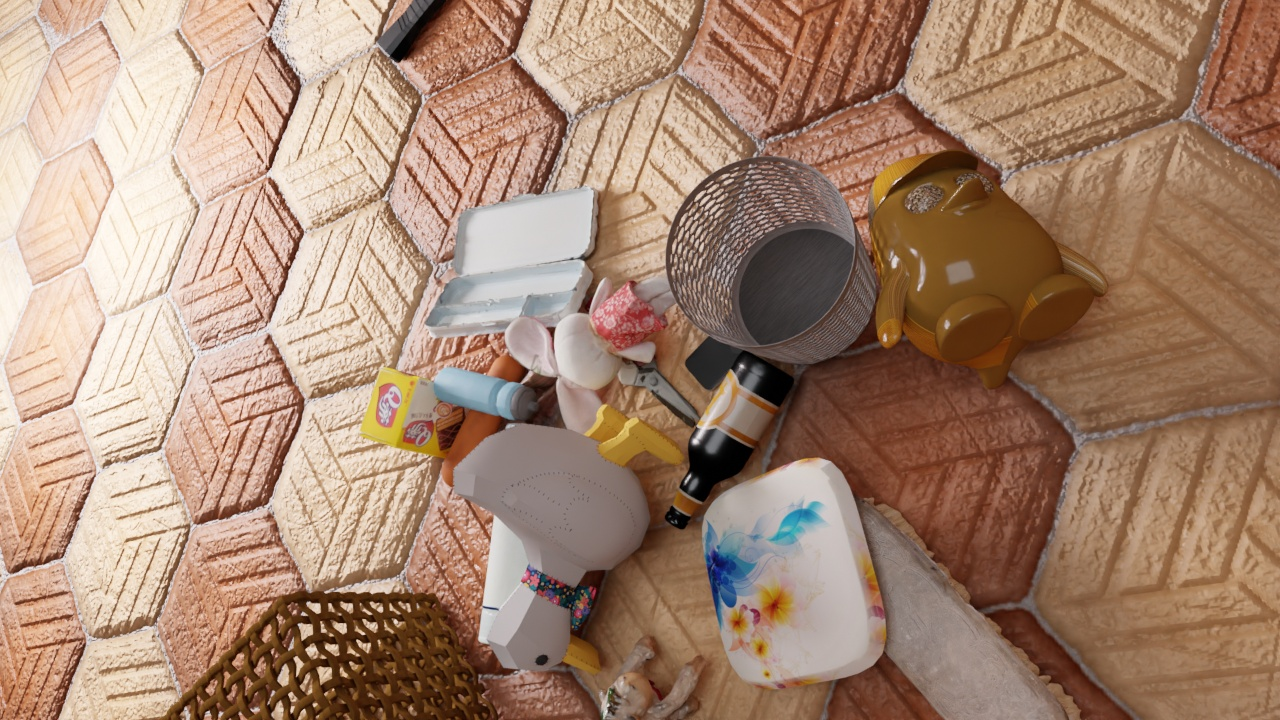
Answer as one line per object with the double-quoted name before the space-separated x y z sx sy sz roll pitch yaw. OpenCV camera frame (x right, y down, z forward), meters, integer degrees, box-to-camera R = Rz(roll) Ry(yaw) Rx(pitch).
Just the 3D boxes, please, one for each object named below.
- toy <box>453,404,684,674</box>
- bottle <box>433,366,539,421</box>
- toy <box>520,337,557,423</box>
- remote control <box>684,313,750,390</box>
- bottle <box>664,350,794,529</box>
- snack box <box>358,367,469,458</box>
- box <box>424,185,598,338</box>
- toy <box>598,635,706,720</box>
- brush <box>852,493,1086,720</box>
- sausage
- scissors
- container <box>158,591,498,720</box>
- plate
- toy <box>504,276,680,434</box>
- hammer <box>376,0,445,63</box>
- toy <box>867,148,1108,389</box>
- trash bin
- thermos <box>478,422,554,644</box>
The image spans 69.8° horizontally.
"toy" -0.078 0.165 0.886 0.267 0.246 0.141 -53 24 -9
"bottle" -0.164 0.037 0.993 0.130 0.040 0.040 12 83 29
"toy" -0.106 0.017 1.018 0.055 0.041 0.102 45 92 8
"remote control" 0.107 -0.033 0.930 0.147 0.008 0.045 -46 60 11
"bottle" 0.078 0.081 0.887 0.059 0.059 0.181 32 94 31
"snack box" -0.253 0.062 1.048 0.061 0.105 0.083 14 84 31
"box" -0.147 -0.110 1.074 0.210 0.061 0.192 -6 56 27
"toy" -0.002 0.305 0.852 0.085 0.105 0.074 21 108 39
"brush" 0.243 0.220 0.760 0.083 0.056 0.271 -50 58 14
"sausage" -0.179 0.070 1.042 0.039 0.044 0.164 27 91 -4
"scissors" -0.003 -0.002 0.980 0.188 0.015 0.146 5 80 28
"container" -0.311 0.400 0.927 0.252 0.219 0.214 -44 61 12
"plate" 0.125 0.191 0.816 0.188 0.016 0.186 -32 62 44
"toy" -0.041 -0.022 0.948 0.195 0.084 0.159 -42 86 19
"hammer" -0.242 -0.543 1.239 0.328 0.039 0.131 -47 59 11
"toy" 0.268 -0.098 0.780 0.198 0.163 0.203 -14 54 -7
"trash bin" 0.127 -0.077 0.818 0.157 0.183 0.156 -3 82 22
"thermos" -0.124 0.184 0.969 0.068 0.068 0.229 0 76 29
